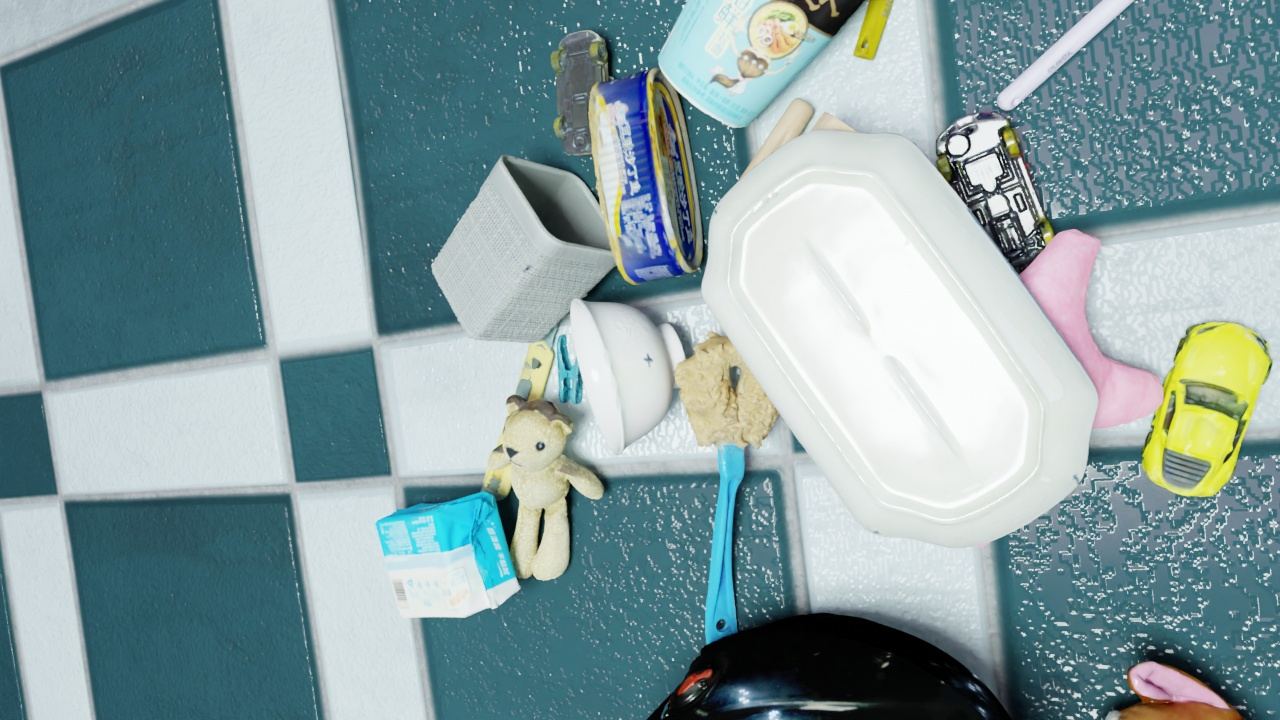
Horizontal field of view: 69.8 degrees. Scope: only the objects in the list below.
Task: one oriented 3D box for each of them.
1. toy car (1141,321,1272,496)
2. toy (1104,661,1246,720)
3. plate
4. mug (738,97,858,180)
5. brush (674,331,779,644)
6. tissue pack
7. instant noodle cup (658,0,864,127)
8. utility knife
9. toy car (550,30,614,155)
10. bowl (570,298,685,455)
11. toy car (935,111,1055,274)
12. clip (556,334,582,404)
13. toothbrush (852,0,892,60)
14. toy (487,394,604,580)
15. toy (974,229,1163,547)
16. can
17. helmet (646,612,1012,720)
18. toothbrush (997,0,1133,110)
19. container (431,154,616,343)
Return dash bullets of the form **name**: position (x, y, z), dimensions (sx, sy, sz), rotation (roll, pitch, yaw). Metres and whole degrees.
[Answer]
- **toy car**: position (0.330, 0.029, 0.536), dimensions (0.048, 0.032, 0.105), rotation (18, 101, 24)
- **toy**: position (0.341, 0.269, 0.512), dimensions (0.199, 0.130, 0.140), rotation (39, 116, 28)
- **plate**: position (0.141, -0.011, 0.534), dimensions (0.162, 0.034, 0.265), rotation (-36, 82, 23)
- **mug**: position (0.113, -0.107, 0.611), dimensions (0.104, 0.084, 0.124), rotation (-56, 45, 18)
- **brush**: position (0.063, 0.096, 0.663), dimensions (0.046, 0.083, 0.255), rotation (-145, 53, -65)
- **tissue pack**: position (-0.161, 0.160, 0.759), dimensions (0.140, 0.063, 0.090), rotation (-18, 87, 47)
- **instant noodle cup**: position (0.076, -0.222, 0.602), dimensions (0.111, 0.111, 0.121), rotation (47, 120, 15)
- **utility knife**: position (-0.094, 0.027, 0.756), dimensions (0.031, 0.021, 0.207), rotation (25, 101, 22)
- **toy car**: position (-0.042, -0.201, 0.693), dimensions (0.042, 0.035, 0.090), rotation (-2, 94, 25)
- **bowl**: position (-0.004, 0.004, 0.672), dimensions (0.064, 0.118, 0.118), rotation (-16, 87, -13)
- **toy car**: position (0.222, -0.103, 0.574), dimensions (0.049, 0.031, 0.106), rotation (-22, 96, 26)
- **clip**: position (-0.056, 0.008, 0.734), dimensions (0.040, 0.014, 0.056), rotation (7, 97, 26)
- **toothbrush**: position (0.172, -0.291, 0.589), dimensions (0.016, 0.016, 0.190), rotation (22, 104, 23)
- **toy**: position (-0.083, 0.105, 0.728), dimensions (0.105, 0.066, 0.157), rotation (15, 117, 27)
- **toy**: position (0.210, 0.001, 0.567), dimensions (0.178, 0.074, 0.195), rotation (45, 109, 7)
- **can**: position (0.005, -0.131, 0.656), dimensions (0.049, 0.074, 0.148), rotation (-9, 91, 24)
- **helmet**: position (0.113, 0.284, 0.560), dimensions (0.274, 0.230, 0.233), rotation (-24, 82, -13)
- **toothbrush**: position (0.291, -0.217, 0.539), dimensions (0.190, 0.029, 0.021), rotation (-43, 36, 25)
- **container**: position (-0.088, -0.077, 0.692), dimensions (0.115, 0.090, 0.090), rotation (-46, 62, 27)
